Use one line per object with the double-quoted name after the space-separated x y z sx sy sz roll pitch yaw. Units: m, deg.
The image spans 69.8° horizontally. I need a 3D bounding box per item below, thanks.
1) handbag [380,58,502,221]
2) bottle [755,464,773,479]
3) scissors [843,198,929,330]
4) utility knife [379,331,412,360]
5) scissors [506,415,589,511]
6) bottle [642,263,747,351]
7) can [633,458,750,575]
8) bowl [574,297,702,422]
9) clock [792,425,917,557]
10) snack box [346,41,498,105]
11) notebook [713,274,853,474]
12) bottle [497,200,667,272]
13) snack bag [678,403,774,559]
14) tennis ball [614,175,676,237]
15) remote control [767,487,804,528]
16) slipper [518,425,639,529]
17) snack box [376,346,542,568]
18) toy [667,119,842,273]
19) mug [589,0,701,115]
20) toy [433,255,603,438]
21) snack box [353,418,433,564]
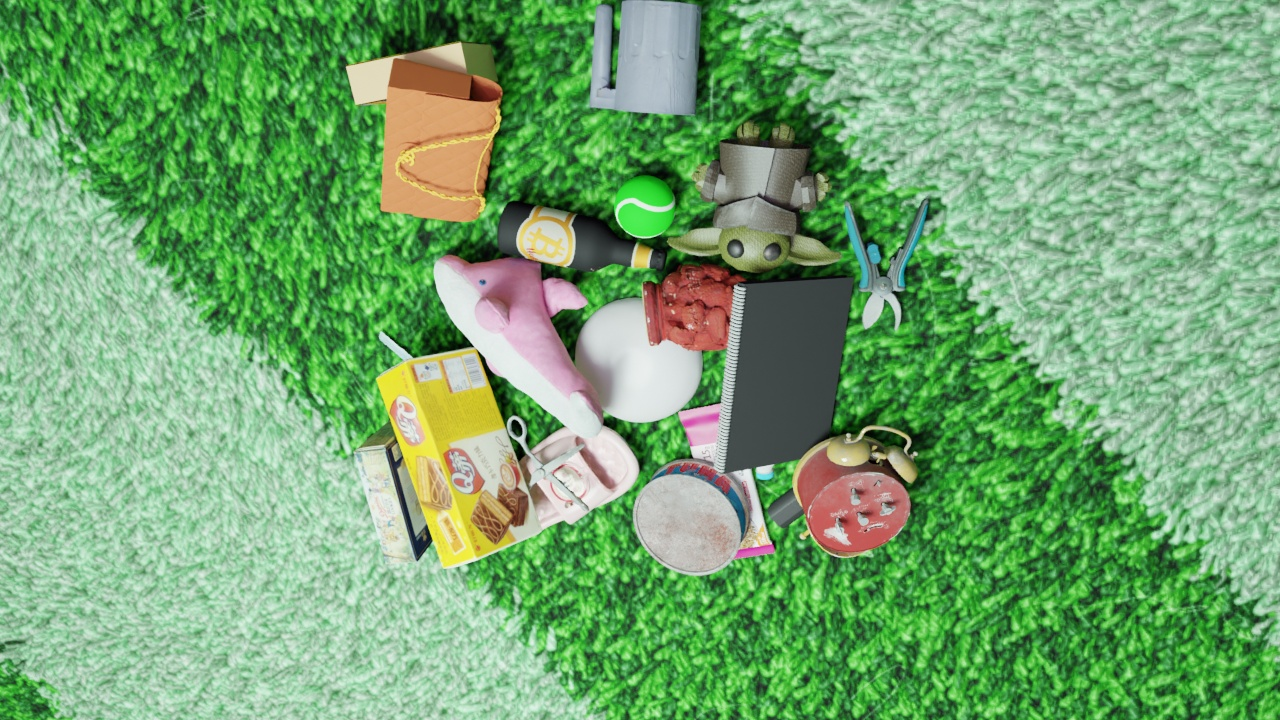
-0.208 -0.215 0.948 0.108 0.060 0.172 7 145 -13 "handbag"
0.135 0.068 1.029 0.044 0.044 0.136 -3 107 12 "bottle"
0.260 -0.110 0.959 0.125 0.019 0.155 -33 104 16 "scissors"
-0.253 0.023 1.106 0.165 0.015 0.022 41 109 -6 "utility knife"
-0.122 0.133 1.060 0.176 0.014 0.141 -41 77 32 "scissors"
0.060 -0.057 0.977 0.111 0.098 0.099 -6 106 5 "bottle"
0.059 0.182 1.068 0.130 0.044 0.130 8 112 20 "can"
-0.006 0.006 1.038 0.150 0.043 0.150 3 108 10 "bowl"
0.237 0.139 0.991 0.117 0.081 0.159 15 118 -12 "clock"
-0.226 -0.299 0.959 0.126 0.088 0.040 -7 106 13 "snack box"
0.152 0.014 0.976 0.148 0.016 0.207 -6 111 -29 "notebook"
-0.061 -0.127 0.997 0.182 0.059 0.059 13 109 7 "bottle"
0.102 0.145 1.075 0.070 0.016 0.196 -11 105 16 "snack bag"
0.005 -0.162 0.970 0.065 0.065 0.065 3 108 10 "tennis ball"
0.210 0.141 1.053 0.147 0.015 0.033 -41 96 20 "remote control"
-0.105 0.150 1.098 0.222 0.055 0.107 -31 97 19 "slipper"
-0.204 0.107 1.036 0.062 0.109 0.230 -25 84 37 "snack box"
0.121 -0.165 0.939 0.179 0.078 0.153 6 109 7 "toy"
0.002 -0.305 0.925 0.124 0.083 0.104 16 111 34 "mug"
-0.115 -0.033 1.010 0.127 0.187 0.265 -39 81 -13 "toy"
-0.272 0.142 1.081 0.043 0.144 0.145 -7 106 11 "snack box"
